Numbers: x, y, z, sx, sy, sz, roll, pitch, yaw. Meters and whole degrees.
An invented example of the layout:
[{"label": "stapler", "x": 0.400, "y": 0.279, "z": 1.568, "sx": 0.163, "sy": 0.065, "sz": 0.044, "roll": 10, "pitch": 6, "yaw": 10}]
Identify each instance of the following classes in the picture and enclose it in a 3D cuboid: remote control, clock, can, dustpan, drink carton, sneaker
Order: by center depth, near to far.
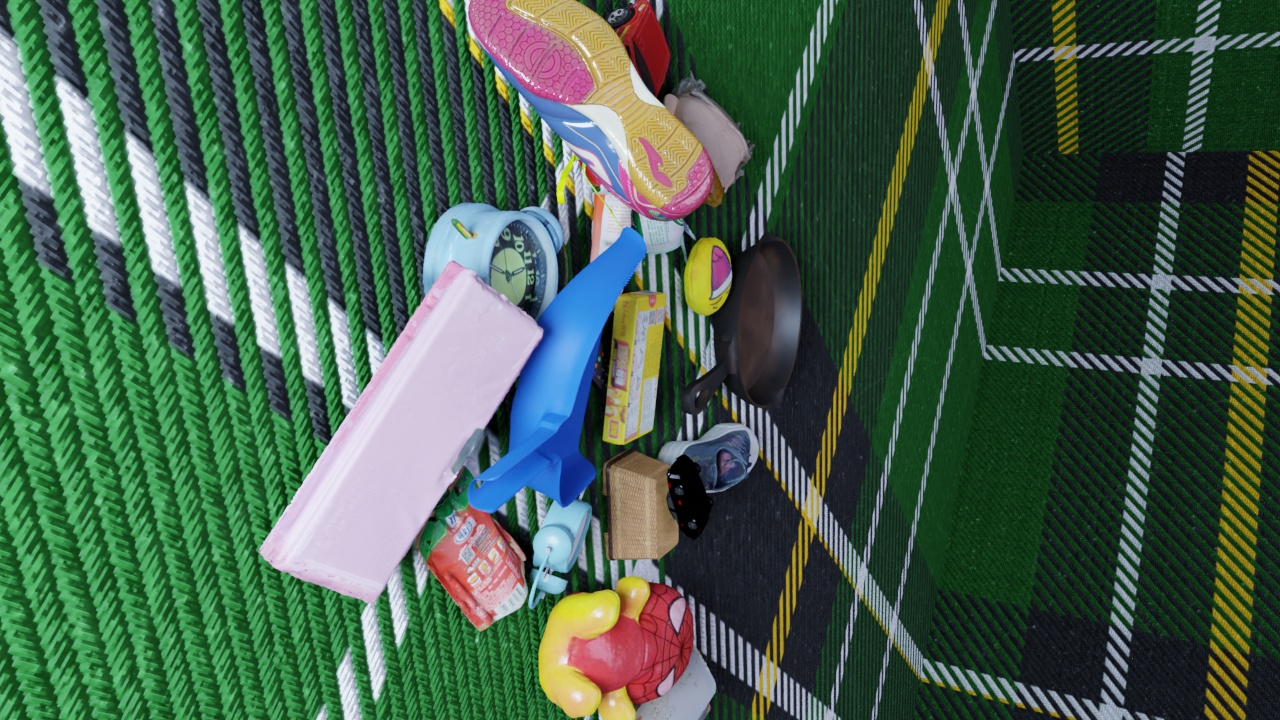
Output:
[{"label": "clock", "x": -0.108, "y": -0.069, "z": 0.744, "sx": 0.161, "sy": 0.060, "sz": 0.118, "roll": -22, "pitch": 113, "yaw": -60}, {"label": "dustpan", "x": -0.072, "y": 0.041, "z": 0.744, "sx": 0.256, "sy": 0.059, "sz": 0.246, "roll": -38, "pitch": 147, "yaw": -55}, {"label": "sneaker", "x": -0.049, "y": -0.203, "z": 0.759, "sx": 0.242, "sy": 0.091, "sz": 0.116, "roll": 44, "pitch": 79, "yaw": -14}, {"label": "clock", "x": -0.080, "y": 0.172, "z": 0.841, "sx": 0.122, "sy": 0.042, "sz": 0.088, "roll": -64, "pitch": 169, "yaw": -47}, {"label": "drink carton", "x": -0.031, "y": -0.103, "z": 0.906, "sx": 0.069, "sy": 0.039, "sz": 0.122, "roll": -16, "pitch": 116, "yaw": -58}, {"label": "remote control", "x": -0.047, "y": -0.001, "z": 0.913, "sx": 0.125, "sy": 0.010, "sz": 0.039, "roll": 58, "pitch": 47, "yaw": -48}, {"label": "can", "x": 0.013, "y": -0.164, "z": 0.944, "sx": 0.053, "sy": 0.053, "sz": 0.101, "roll": -47, "pitch": 134, "yaw": -47}, {"label": "sneaker", "x": 0.105, "y": 0.130, "z": 1.139, "sx": 0.235, "sy": 0.079, "sz": 0.087, "roll": -4, "pitch": 99, "yaw": -60}]

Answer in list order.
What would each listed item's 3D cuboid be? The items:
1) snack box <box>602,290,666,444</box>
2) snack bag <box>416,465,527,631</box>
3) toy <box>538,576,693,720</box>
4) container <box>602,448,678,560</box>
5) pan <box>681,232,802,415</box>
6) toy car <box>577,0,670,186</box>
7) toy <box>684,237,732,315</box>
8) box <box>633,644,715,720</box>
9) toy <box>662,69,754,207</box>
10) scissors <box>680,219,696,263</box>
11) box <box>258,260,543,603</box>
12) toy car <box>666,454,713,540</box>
[{"label": "snack box", "x": -0.006, "y": 0.006, "z": 0.945, "sx": 0.075, "sy": 0.025, "sz": 0.152, "roll": -18, "pitch": 117, "yaw": -64}, {"label": "snack bag", "x": -0.141, "y": 0.149, "z": 0.755, "sx": 0.087, "sy": 0.044, "sz": 0.155, "roll": -61, "pitch": 140, "yaw": -43}, {"label": "toy", "x": -0.018, "y": 0.289, "z": 0.936, "sx": 0.216, "sy": 0.099, "sz": 0.147, "roll": 24, "pitch": 85, "yaw": -58}, {"label": "container", "x": 0.002, "y": 0.158, "z": 0.980, "sx": 0.063, "sy": 0.061, "sz": 0.114, "roll": -24, "pitch": 116, "yaw": -57}, {"label": "pan", "x": 0.126, "y": -0.024, "z": 1.181, "sx": 0.354, "sy": 0.043, "sz": 0.249, "roll": -41, "pitch": 130, "yaw": -50}, {"label": "toy car", "x": -0.019, "y": -0.257, "z": 0.867, "sx": 0.189, "sy": 0.056, "sz": 0.081, "roll": -67, "pitch": 148, "yaw": -28}, {"label": "toy", "x": 0.079, "y": -0.100, "z": 1.084, "sx": 0.095, "sy": 0.041, "sz": 0.094, "roll": -47, "pitch": 137, "yaw": -48}, {"label": "box", "x": 0.000, "y": 0.418, "z": 1.016, "sx": 0.095, "sy": 0.108, "sz": 0.215, "roll": 53, "pitch": 37, "yaw": 1}, {"label": "toy", "x": 0.064, "y": -0.221, "z": 0.973, "sx": 0.132, "sy": 0.076, "sz": 0.175, "roll": 42, "pitch": 34, "yaw": -24}, {"label": "scissors", "x": 0.046, "y": -0.171, "z": 1.042, "sx": 0.133, "sy": 0.015, "sz": 0.103, "roll": 35, "pitch": 64, "yaw": -59}, {"label": "box", "x": -0.163, "y": 0.048, "z": 0.637, "sx": 0.098, "sy": 0.046, "sz": 0.232, "roll": 38, "pitch": 80, "yaw": -44}, {"label": "toy car", "x": 0.046, "y": 0.141, "z": 0.954, "sx": 0.042, "sy": 0.036, "sz": 0.092, "roll": -50, "pitch": 127, "yaw": -48}]
